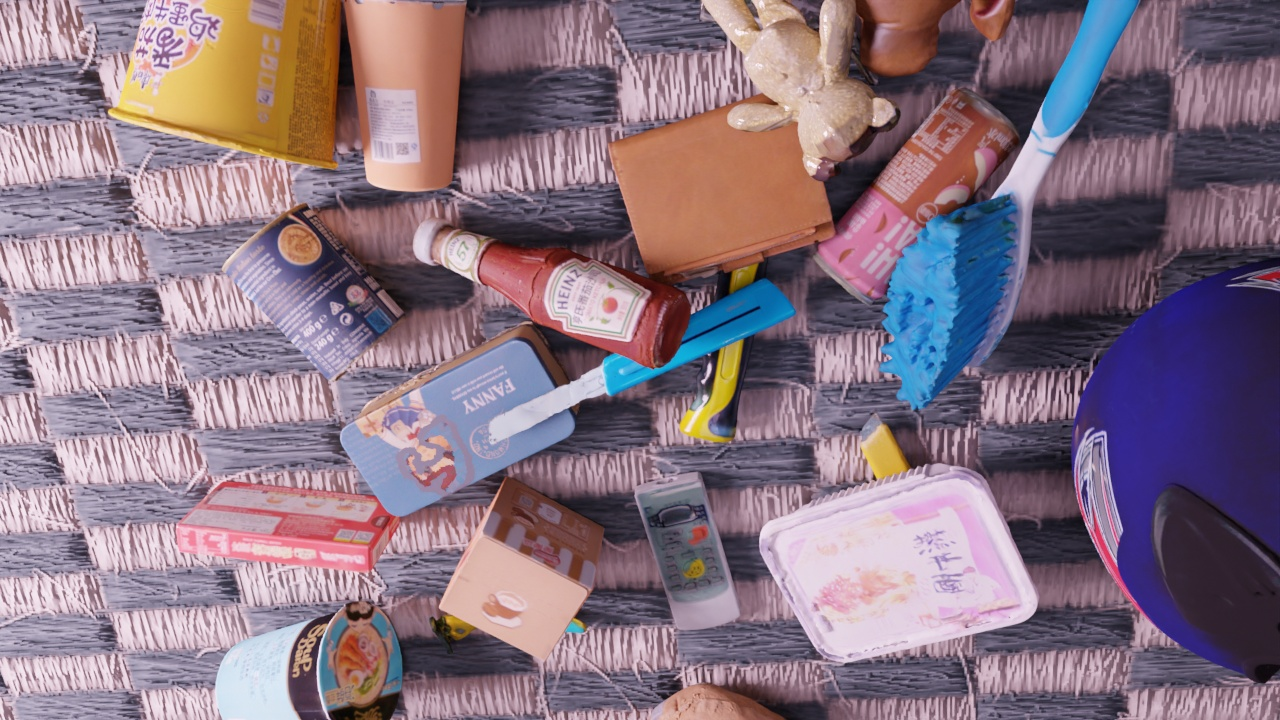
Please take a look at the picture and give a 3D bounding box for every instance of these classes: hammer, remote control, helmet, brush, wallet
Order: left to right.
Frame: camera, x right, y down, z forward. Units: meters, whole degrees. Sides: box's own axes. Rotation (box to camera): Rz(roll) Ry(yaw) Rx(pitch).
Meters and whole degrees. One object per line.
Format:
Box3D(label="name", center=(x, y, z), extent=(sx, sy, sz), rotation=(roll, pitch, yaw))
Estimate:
Box3D(label="remote control", center=(0.040, 0.157, 0.746), extent=(0.056, 0.019, 0.135), rotation=(-14, 107, 8))
Box3D(label="wallet", center=(0.056, -0.113, 0.614), extent=(0.132, 0.031, 0.108), rotation=(-16, 103, 10))
Box3D(label="hammer", center=(0.081, -0.092, 0.652), extent=(0.126, 0.031, 0.324), rotation=(9, 109, 2))
Box3D(label="brush", center=(0.225, -0.101, 0.570), extent=(0.109, 0.060, 0.315), rotation=(-23, 139, -19))
Box3D(label="helmet", center=(0.417, 0.092, 0.578), extent=(0.241, 0.246, 0.315), rotation=(-18, 104, 54))

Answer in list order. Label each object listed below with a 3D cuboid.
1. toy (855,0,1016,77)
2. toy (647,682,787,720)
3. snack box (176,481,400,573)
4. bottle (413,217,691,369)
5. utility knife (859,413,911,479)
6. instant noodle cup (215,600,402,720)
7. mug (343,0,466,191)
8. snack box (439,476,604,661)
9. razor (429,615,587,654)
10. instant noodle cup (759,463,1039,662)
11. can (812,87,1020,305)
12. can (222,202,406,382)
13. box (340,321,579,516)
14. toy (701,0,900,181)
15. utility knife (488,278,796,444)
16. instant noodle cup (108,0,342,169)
Box3D(label="toy", center=(0.205, -0.251, 0.546), extent=(0.199, 0.130, 0.140), rotation=(-28, 66, 1))
Box3D(label="toy", center=(0.096, 0.368, 0.787), extent=(0.144, 0.082, 0.226), rotation=(-40, 105, 20))
Box3D(label="snack box", center=(-0.276, 0.131, 0.730), extent=(0.153, 0.075, 0.025), rotation=(5, 110, 2))
Box3D(label="bottle", center=(-0.067, -0.054, 0.636), extent=(0.206, 0.059, 0.060), rotation=(22, 110, 19))
Box3D(label="utility knife", center=(0.214, 0.109, 0.719), extent=(0.033, 0.015, 0.164), rotation=(-27, 105, 15))
Box3D(label="instant noodle cup", center=(-0.281, 0.264, 0.768), extent=(0.121, 0.111, 0.111), rotation=(-13, 107, 17))
Box3D(label="mug", center=(-0.157, -0.180, 0.618), extent=(0.078, 0.078, 0.123), rotation=(5, 113, 2))
Box3D(label="snack box", center=(-0.090, 0.161, 0.717), extent=(0.093, 0.094, 0.077), rotation=(29, 108, -6))
Box3D(label="razor", center=(-0.109, 0.224, 0.774), extent=(0.133, 0.028, 0.043), rotation=(-6, 131, 9))
Box3D(label="instant noodle cup", center=(0.193, 0.145, 0.696), extent=(0.174, 0.060, 0.138), rotation=(-23, 106, 23))
Box3D(label="can", center=(0.186, -0.110, 0.624), extent=(0.058, 0.057, 0.147), rotation=(37, 107, -8))
Box3D(label="can", center=(-0.233, -0.047, 0.666), extent=(0.075, 0.075, 0.111), rotation=(-37, 103, 14))
Box3D(label="box", center=(-0.129, 0.042, 0.698), extent=(0.184, 0.061, 0.090), rotation=(-28, 105, 14))
Box3D(label="toy", center=(0.090, -0.187, 0.558), extent=(0.105, 0.066, 0.157), rotation=(-39, 79, 36))
Box3D(label="utility knife", center=(-0.004, 0.004, 0.649), extent=(0.236, 0.018, 0.034), rotation=(-26, 104, 5))
Box3D(label="instant noodle cup", center=(-0.258, -0.194, 0.592), extent=(0.138, 0.138, 0.110), rotation=(13, 99, -1))
